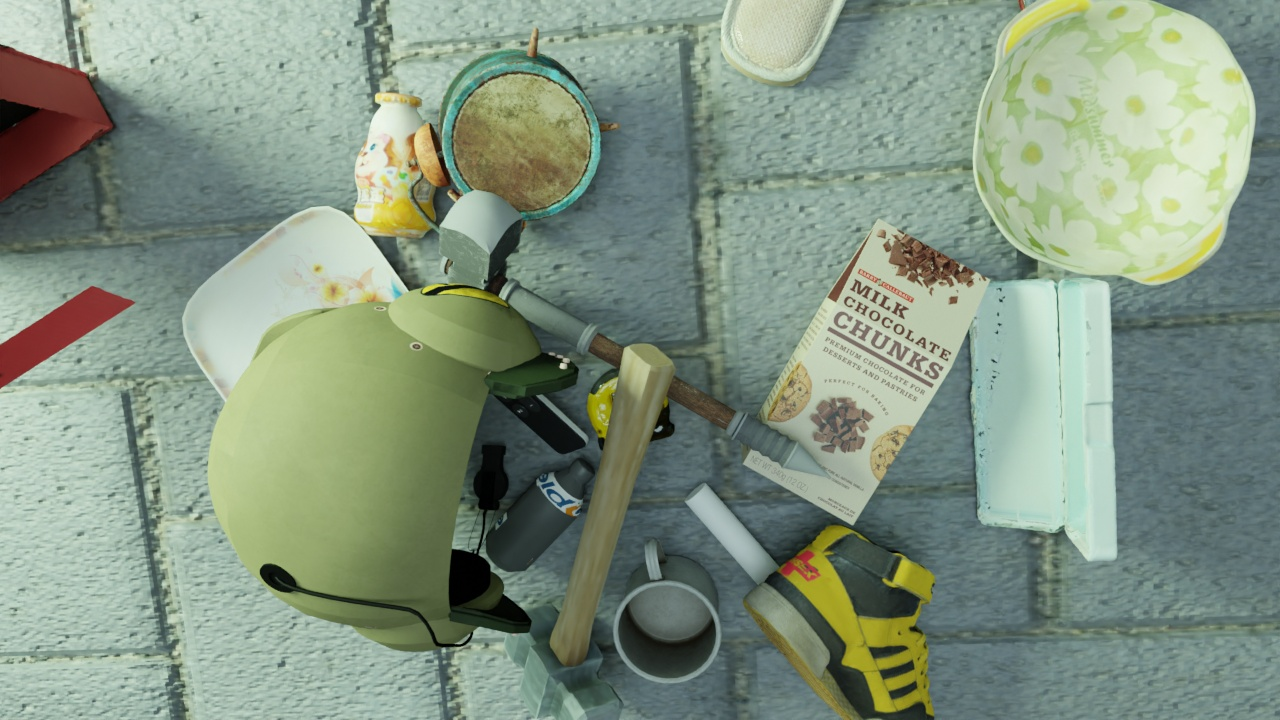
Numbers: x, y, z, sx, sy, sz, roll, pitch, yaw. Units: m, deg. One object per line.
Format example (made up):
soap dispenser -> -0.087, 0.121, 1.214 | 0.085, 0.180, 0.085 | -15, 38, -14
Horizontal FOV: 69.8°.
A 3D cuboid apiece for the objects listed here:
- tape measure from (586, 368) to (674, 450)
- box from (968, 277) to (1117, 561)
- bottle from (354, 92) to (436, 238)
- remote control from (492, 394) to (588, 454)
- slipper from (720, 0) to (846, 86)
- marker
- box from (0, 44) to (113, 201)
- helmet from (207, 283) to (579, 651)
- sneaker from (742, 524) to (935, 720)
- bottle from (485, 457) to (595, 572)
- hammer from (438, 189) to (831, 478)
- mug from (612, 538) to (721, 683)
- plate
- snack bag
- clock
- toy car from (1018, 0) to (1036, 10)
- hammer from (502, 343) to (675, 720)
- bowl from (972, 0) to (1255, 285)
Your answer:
tape measure -> -0.010, 0.036, 0.737 | 0.065, 0.037, 0.064 | -12, 97, 7
box -> 0.297, 0.039, 0.676 | 0.122, 0.077, 0.197 | 2, 100, 46
bottle -> -0.189, -0.151, 0.715 | 0.063, 0.063, 0.109 | 5, 98, 5
remote control -> -0.103, 0.023, 0.730 | 0.146, 0.008, 0.045 | 44, 144, -16
slipper -> 0.143, -0.328, 0.663 | 0.115, 0.052, 0.263 | 27, 100, 2
marker -> 0.087, 0.158, 0.753 | 0.027, 0.023, 0.133 | -40, 93, 25
box -> -0.542, -0.130, 0.600 | 0.211, 0.377, 0.124 | -29, 111, 8
helmet -> -0.169, 0.064, 0.636 | 0.233, 0.255, 0.250 | 11, 98, 0
sneaker -> 0.191, 0.226, 0.724 | 0.122, 0.086, 0.238 | -44, 111, -9
bottle -> -0.080, 0.125, 0.753 | 0.047, 0.047, 0.112 | 43, 100, -2
hammer -> -0.006, 0.003, 0.672 | 0.322, 0.156, 0.042 | 30, 56, 6
mug -> 0.021, 0.192, 0.740 | 0.084, 0.070, 0.113 | -9, 97, 7
plate -> -0.270, -0.015, 0.766 | 0.187, 0.016, 0.187 | -34, 94, 9
snack bag -> 0.169, 0.006, 0.700 | 0.094, 0.069, 0.206 | 29, 100, 1
clock -> -0.104, -0.157, 0.691 | 0.158, 0.073, 0.121 | -40, 116, 10
toy car -> 0.320, -0.272, 0.661 | 0.091, 0.036, 0.042 | -18, 96, 7
hammer -> -0.032, 0.137, 0.677 | 0.051, 0.117, 0.323 | -5, 122, -36
bowl -> 0.331, -0.158, 0.666 | 0.188, 0.060, 0.219 | -33, 95, 8
